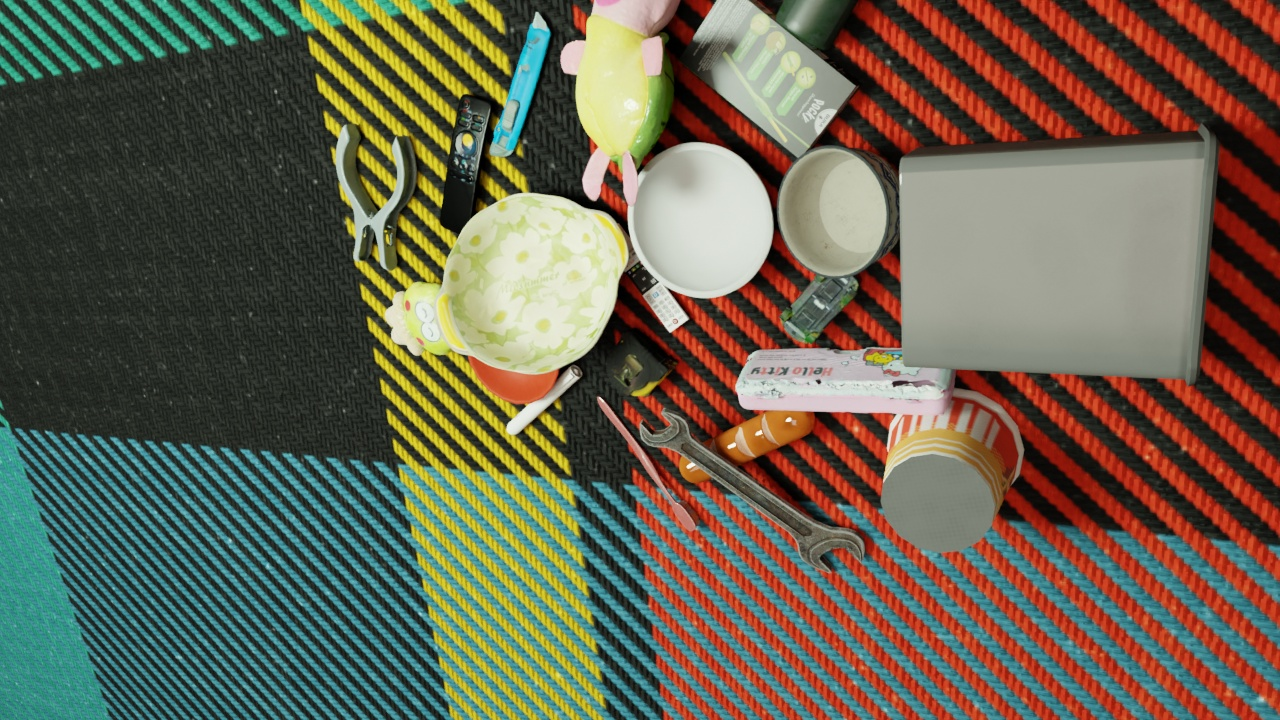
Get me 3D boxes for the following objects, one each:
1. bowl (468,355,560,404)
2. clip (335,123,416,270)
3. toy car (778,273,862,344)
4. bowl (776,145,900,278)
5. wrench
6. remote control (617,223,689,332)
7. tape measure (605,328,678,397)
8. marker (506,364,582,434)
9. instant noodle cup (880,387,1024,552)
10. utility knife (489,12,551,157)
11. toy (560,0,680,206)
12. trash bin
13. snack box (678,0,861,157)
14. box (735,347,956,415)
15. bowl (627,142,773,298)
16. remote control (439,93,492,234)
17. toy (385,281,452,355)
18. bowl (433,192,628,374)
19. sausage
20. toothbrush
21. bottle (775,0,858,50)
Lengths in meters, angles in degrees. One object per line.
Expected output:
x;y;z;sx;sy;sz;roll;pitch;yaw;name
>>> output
-0.138;-0.013;1.046;0.122;0.035;0.122;9;112;23;bowl
-0.283;-0.184;1.058;0.143;0.029;0.172;8;113;25;clip
0.172;-0.056;0.877;0.042;0.036;0.091;41;120;6;toy car
0.186;-0.135;0.817;0.116;0.059;0.116;20;118;42;bowl
0.116;0.136;0.952;0.273;0.010;0.070;36;126;-7;wrench
0.005;-0.087;0.961;0.028;0.011;0.124;-36;91;32;remote control
-0.006;0.006;0.986;0.067;0.038;0.063;43;121;5;tape measure
-0.115;0.049;1.066;0.017;0.020;0.134;48;122;-2;marker
0.277;0.104;0.835;0.123;0.120;0.123;9;112;23;instant noodle cup
-0.125;-0.281;0.952;0.031;0.015;0.159;28;117;9;utility knife
-0.013;-0.265;0.855;0.190;0.087;0.238;26;113;59;toy
0.334;-0.086;0.752;0.220;0.097;0.192;3;110;27;trash bin
0.116;-0.262;0.833;0.147;0.025;0.080;41;121;7;snack box
0.191;0.018;0.868;0.203;0.086;0.044;1;118;26;box
0.063;-0.138;0.895;0.150;0.043;0.150;9;112;24;bowl
-0.190;-0.213;1.006;0.041;0.020;0.152;24;116;17;remote control
-0.260;-0.047;1.089;0.115;0.046;0.092;-9;107;37;toy
-0.109;-0.077;0.969;0.219;0.060;0.188;-27;80;8;bowl
0.110;0.085;0.955;0.165;0.044;0.039;-30;89;32;sausage
0.008;0.114;1.037;0.015;0.015;0.184;-39;86;32;toothbrush
0.179;-0.347;0.755;0.055;0.055;0.175;36;119;10;bottle
